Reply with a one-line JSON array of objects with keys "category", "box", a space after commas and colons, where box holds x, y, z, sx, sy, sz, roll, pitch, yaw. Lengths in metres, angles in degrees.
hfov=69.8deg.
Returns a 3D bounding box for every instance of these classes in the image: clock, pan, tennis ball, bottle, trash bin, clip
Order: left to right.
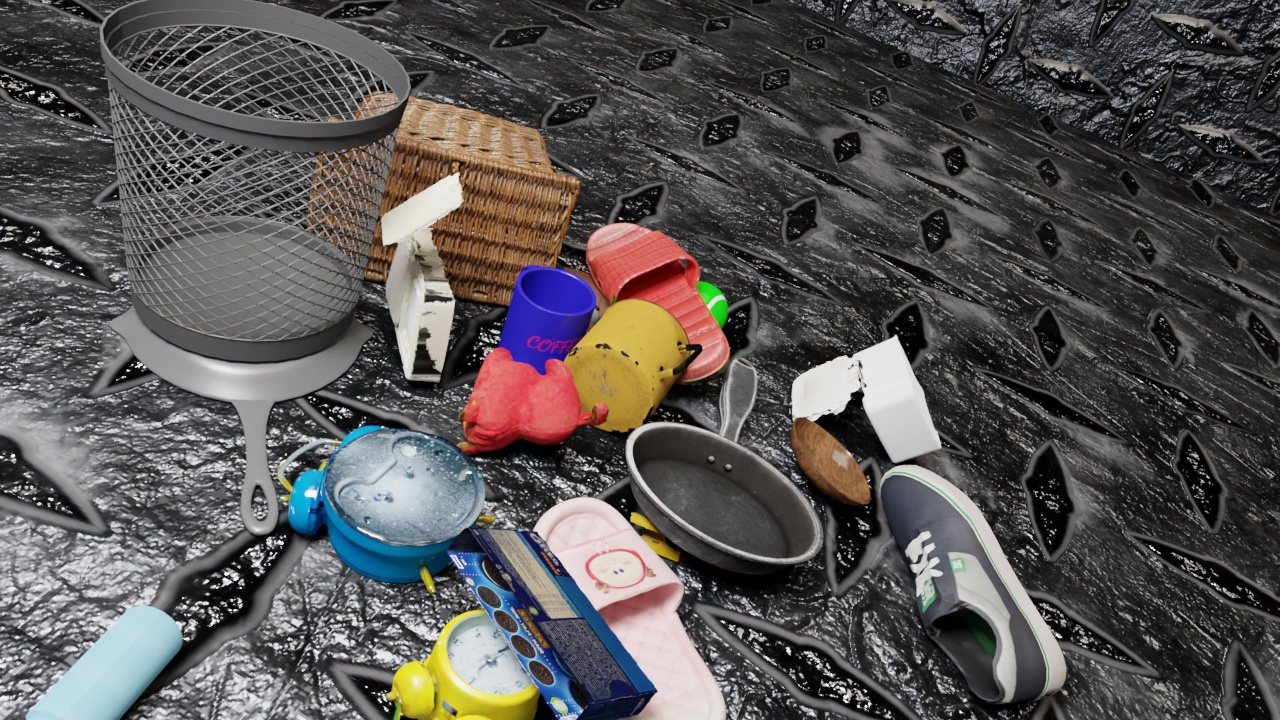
[{"category": "bottle", "box": [-0.316, 0.198, 0.518, 0.040, 0.040, 0.129, 23, 35, 2]}, {"category": "pan", "box": [-0.331, 0.005, 0.781, 0.216, 0.024, 0.354, 1, 40, -26]}, {"category": "trash bin", "box": [-0.320, -0.146, 0.764, 0.217, 0.228, 0.217, 14, 35, -10]}, {"category": "clock", "box": [-0.195, 0.102, 0.694, 0.161, 0.060, 0.116, 28, 36, 11]}, {"category": "clock", "box": [-0.109, 0.213, 0.590, 0.083, 0.057, 0.118, 33, 30, 15]}, {"category": "clip", "box": [0.016, 0.140, 0.780, 0.054, 0.045, 0.049, 21, 60, 2]}, {"category": "tennis ball", "box": [0.066, -0.056, 1.033, 0.065, 0.065, 0.065, 14, 36, -11]}, {"category": "pan", "box": [0.082, 0.083, 0.872, 0.187, 0.055, 0.356, 25, 22, -2]}]

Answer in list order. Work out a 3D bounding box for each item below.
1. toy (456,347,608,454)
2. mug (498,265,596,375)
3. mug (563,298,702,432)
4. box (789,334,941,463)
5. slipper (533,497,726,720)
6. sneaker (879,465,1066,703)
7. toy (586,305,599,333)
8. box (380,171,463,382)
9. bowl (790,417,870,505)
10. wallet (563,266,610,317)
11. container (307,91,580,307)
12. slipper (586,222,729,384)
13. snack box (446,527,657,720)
[{"category": "toy", "box": [-0.093, 0.052, 0.790, 0.133, 0.088, 0.093, 9, 32, 19]}, {"category": "mug", "box": [-0.099, -0.046, 0.917, 0.079, 0.084, 0.111, -2, 42, -30]}, {"category": "mug", "box": [-0.005, 0.005, 0.873, 0.124, 0.100, 0.093, -6, 26, 29]}, {"category": "box", "box": [0.233, 0.050, 0.988, 0.121, 0.137, 0.108, 54, 21, -30]}, {"category": "slipper", "box": [-0.013, 0.188, 0.678, 0.106, 0.056, 0.221, -7, 45, -31]}, {"category": "sneaker", "box": [0.267, 0.188, 0.804, 0.079, 0.084, 0.235, -1, 44, -28]}, {"category": "toy", "box": [-0.058, -0.048, 0.980, 0.049, 0.030, 0.111, -9, 53, -52]}, {"category": "box", "box": [-0.212, -0.092, 0.827, 0.070, 0.187, 0.143, 2, 33, -25]}, {"category": "bowl", "box": [0.180, 0.105, 0.902, 0.102, 0.026, 0.114, 39, 22, -10]}, {"category": "wallet", "box": [-0.035, -0.069, 1.043, 0.121, 0.013, 0.087, 15, 36, -6]}, {"category": "container", "box": [-0.211, -0.183, 0.982, 0.249, 0.163, 0.183, 11, 33, -16]}, {"category": "slipper", "box": [0.014, -0.079, 0.984, 0.103, 0.059, 0.248, -28, 52, -8]}, {"category": "snack box", "box": [-0.059, 0.172, 0.609, 0.150, 0.027, 0.082, 47, 13, 33]}]
